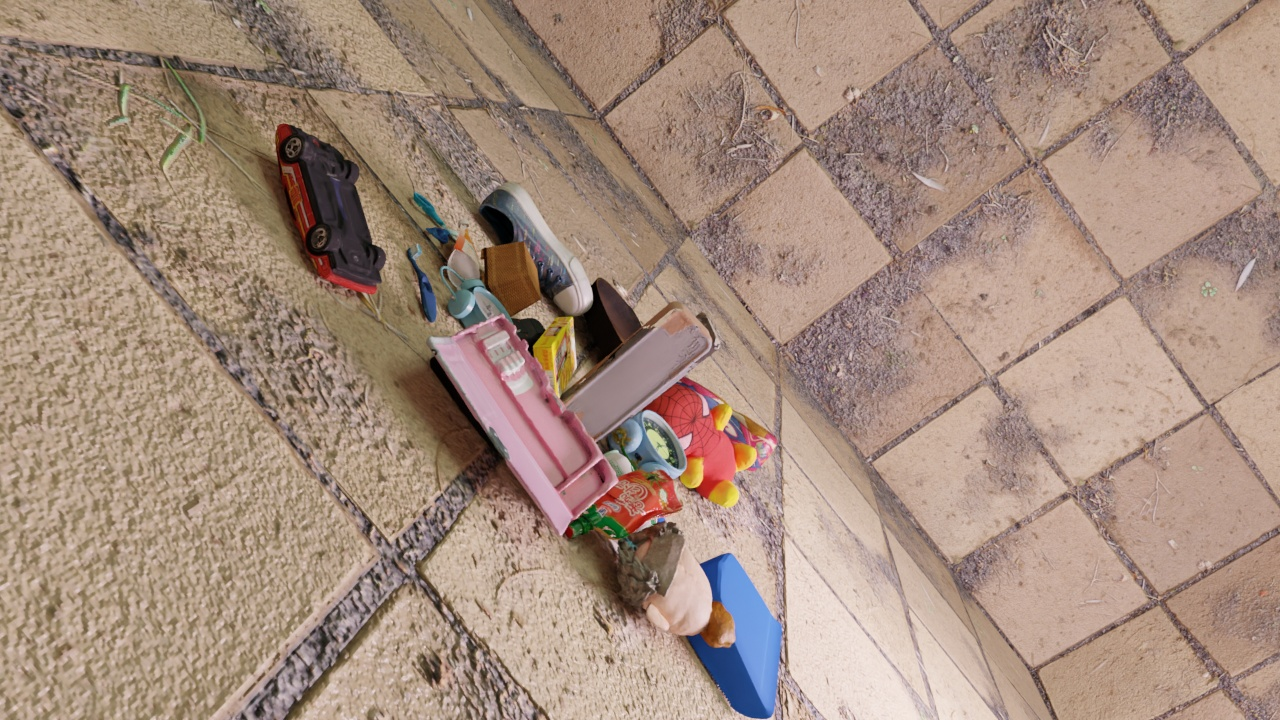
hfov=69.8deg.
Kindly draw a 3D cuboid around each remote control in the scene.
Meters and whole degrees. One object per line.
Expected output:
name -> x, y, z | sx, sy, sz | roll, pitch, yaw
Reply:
remote control -> -0.180, 0.046, 0.974 | 0.124, 0.010, 0.039 | 52, 15, -2

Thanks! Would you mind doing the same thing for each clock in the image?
clock -> 0.006, 0.128, 1.256 | 0.118, 0.060, 0.161 | 55, 19, 2
clock -> -0.199, -0.068, 1.117 | 0.123, 0.042, 0.087 | 50, 15, -15

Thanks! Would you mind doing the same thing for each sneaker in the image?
sneaker -> 0.125, 0.110, 1.650 | 0.242, 0.091, 0.116 | 36, 6, 12
sneaker -> -0.166, -0.160, 1.406 | 0.079, 0.088, 0.235 | -37, 94, -41

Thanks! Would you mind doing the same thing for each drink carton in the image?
drink carton -> -0.228, -0.138, 1.201 | 0.122, 0.039, 0.069 | -102, 178, -64

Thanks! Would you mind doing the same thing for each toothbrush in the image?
toothbrush -> -0.252, -0.091, 1.062 | 0.021, 0.016, 0.132 | 33, 24, -46

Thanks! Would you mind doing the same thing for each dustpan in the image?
dustpan -> 0.088, 0.282, 1.149 | 0.257, 0.060, 0.245 | 62, 14, -4

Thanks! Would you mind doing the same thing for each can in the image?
can -> -0.021, 0.162, 1.107 | 0.101, 0.053, 0.053 | 58, 16, 17

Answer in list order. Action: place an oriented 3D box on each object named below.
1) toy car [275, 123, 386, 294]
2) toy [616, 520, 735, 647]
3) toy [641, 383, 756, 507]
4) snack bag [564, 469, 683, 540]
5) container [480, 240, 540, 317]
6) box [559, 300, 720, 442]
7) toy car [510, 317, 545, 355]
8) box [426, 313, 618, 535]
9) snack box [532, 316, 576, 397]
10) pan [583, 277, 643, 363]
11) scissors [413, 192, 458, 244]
toy car -> -0.318, -0.154, 0.933 | 0.081, 0.056, 0.189 | 19, 43, -63
toy -> 0.037, 0.256, 1.020 | 0.176, 0.076, 0.132 | 45, 33, -7
toy -> 0.080, 0.123, 1.408 | 0.216, 0.099, 0.147 | 46, 47, -21
snack bag -> -0.025, 0.166, 1.025 | 0.087, 0.044, 0.154 | 31, 34, 35
container -> -0.173, -0.111, 1.223 | 0.113, 0.061, 0.063 | -105, 174, -55
box -> -0.008, 0.012, 1.173 | 0.107, 0.217, 0.094 | 34, 22, -45
toy car -> -0.149, -0.037, 1.208 | 0.042, 0.036, 0.091 | 58, 16, 20
box -> -0.130, 0.067, 0.953 | 0.233, 0.059, 0.179 | 56, 21, 1
snack box -> -0.110, -0.004, 1.199 | 0.152, 0.025, 0.075 | -70, 158, -73
pan -> 0.008, 0.023, 1.524 | 0.356, 0.043, 0.248 | 55, 12, -20
scissors -> -0.259, -0.168, 1.234 | 0.132, 0.015, 0.110 | 47, 13, -43
